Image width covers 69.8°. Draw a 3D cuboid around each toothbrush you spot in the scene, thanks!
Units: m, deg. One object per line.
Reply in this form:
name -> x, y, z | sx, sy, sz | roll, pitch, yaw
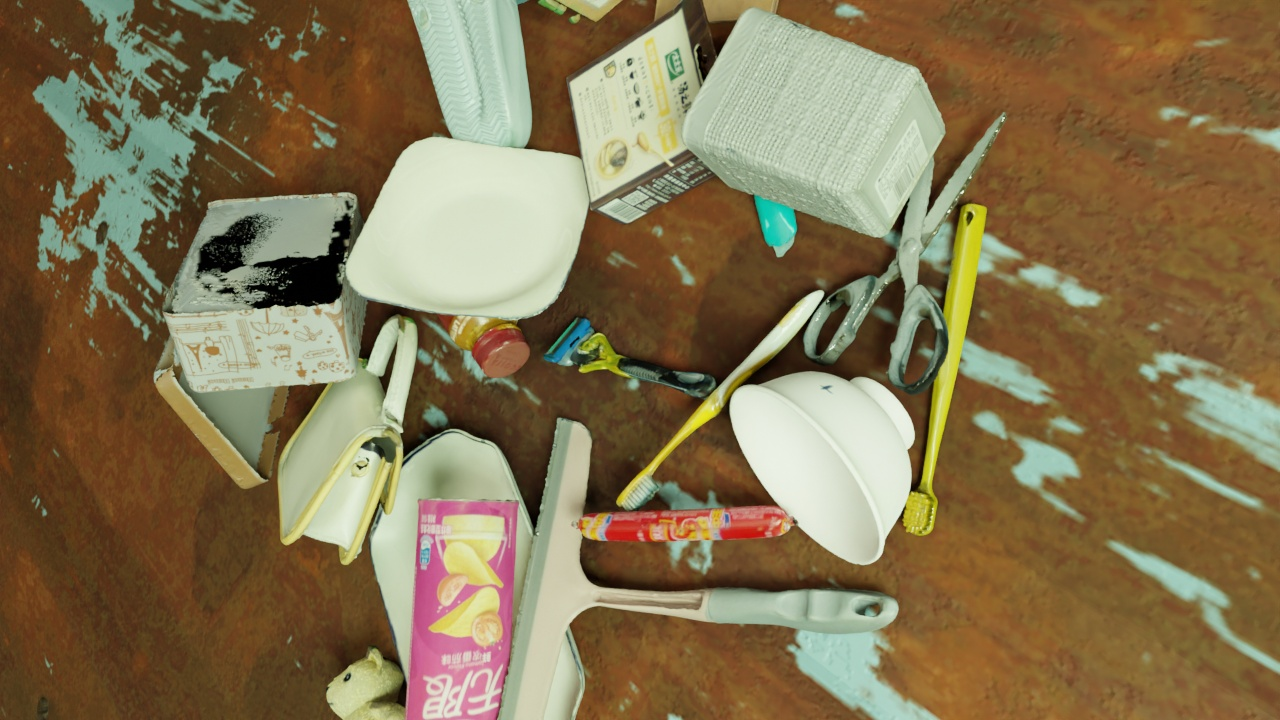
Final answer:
toothbrush -> 0.171, 0.004, 0.516 | 0.016, 0.016, 0.190 | 9, 87, 35
toothbrush -> 0.051, 0.028, 0.585 | 0.191, 0.016, 0.018 | -47, 65, 10

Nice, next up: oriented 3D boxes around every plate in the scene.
plate -> -0.119, 0.181, 0.681 | 0.162, 0.034, 0.265 | -39, 61, 24
plate -> -0.122, -0.095, 0.691 | 0.164, 0.034, 0.163 | 9, 59, 10

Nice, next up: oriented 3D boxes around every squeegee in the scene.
squeegee -> 0.038, 0.151, 0.572 | 0.250, 0.040, 0.247 | -5, 61, 29

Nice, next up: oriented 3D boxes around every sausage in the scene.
sausage -> 0.023, 0.103, 0.571 | 0.156, 0.020, 0.020 | -7, 77, 27

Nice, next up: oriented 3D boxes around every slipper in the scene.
slipper -> -0.131, -0.284, 0.753 | 0.104, 0.074, 0.245 | -13, 90, 40

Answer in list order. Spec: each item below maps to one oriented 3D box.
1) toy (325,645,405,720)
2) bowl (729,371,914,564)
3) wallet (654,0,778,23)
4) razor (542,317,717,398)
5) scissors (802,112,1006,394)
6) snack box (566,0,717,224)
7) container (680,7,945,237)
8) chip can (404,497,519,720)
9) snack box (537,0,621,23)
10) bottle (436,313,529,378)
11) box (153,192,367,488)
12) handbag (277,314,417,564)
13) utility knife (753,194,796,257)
toy -> -0.204, 0.298, 0.689 | 0.105, 0.066, 0.157 | 114, 152, -43
bowl -> 0.112, 0.047, 0.512 | 0.064, 0.118, 0.118 | -35, 56, -17
wallet -> 0.060, -0.294, 0.650 | 0.101, 0.020, 0.115 | 11, 91, 36
razor -> -0.004, 0.004, 0.639 | 0.143, 0.022, 0.042 | 17, 61, 38
scissors -> 0.154, -0.059, 0.531 | 0.176, 0.014, 0.159 | -38, 47, 33
snack box -> 0.013, -0.174, 0.640 | 0.126, 0.053, 0.113 | -22, 69, 30
container -> 0.104, -0.135, 0.534 | 0.114, 0.090, 0.090 | 31, 94, 32
chip can -> -0.120, 0.198, 0.612 | 0.072, 0.071, 0.210 | -4, 79, 35
snack box -> -0.042, -0.328, 0.682 | 0.118, 0.118, 0.105 | -31, 77, 28
bottle -> -0.142, -0.062, 0.728 | 0.058, 0.057, 0.175 | -46, 58, 20
box -> -0.307, -0.012, 0.778 | 0.182, 0.156, 0.193 | -103, 9, -51
handbag -> -0.218, 0.053, 0.731 | 0.179, 0.063, 0.163 | -58, 30, 6
utility knife -> 0.080, -0.143, 0.613 | 0.029, 0.013, 0.157 | -20, 73, 34
